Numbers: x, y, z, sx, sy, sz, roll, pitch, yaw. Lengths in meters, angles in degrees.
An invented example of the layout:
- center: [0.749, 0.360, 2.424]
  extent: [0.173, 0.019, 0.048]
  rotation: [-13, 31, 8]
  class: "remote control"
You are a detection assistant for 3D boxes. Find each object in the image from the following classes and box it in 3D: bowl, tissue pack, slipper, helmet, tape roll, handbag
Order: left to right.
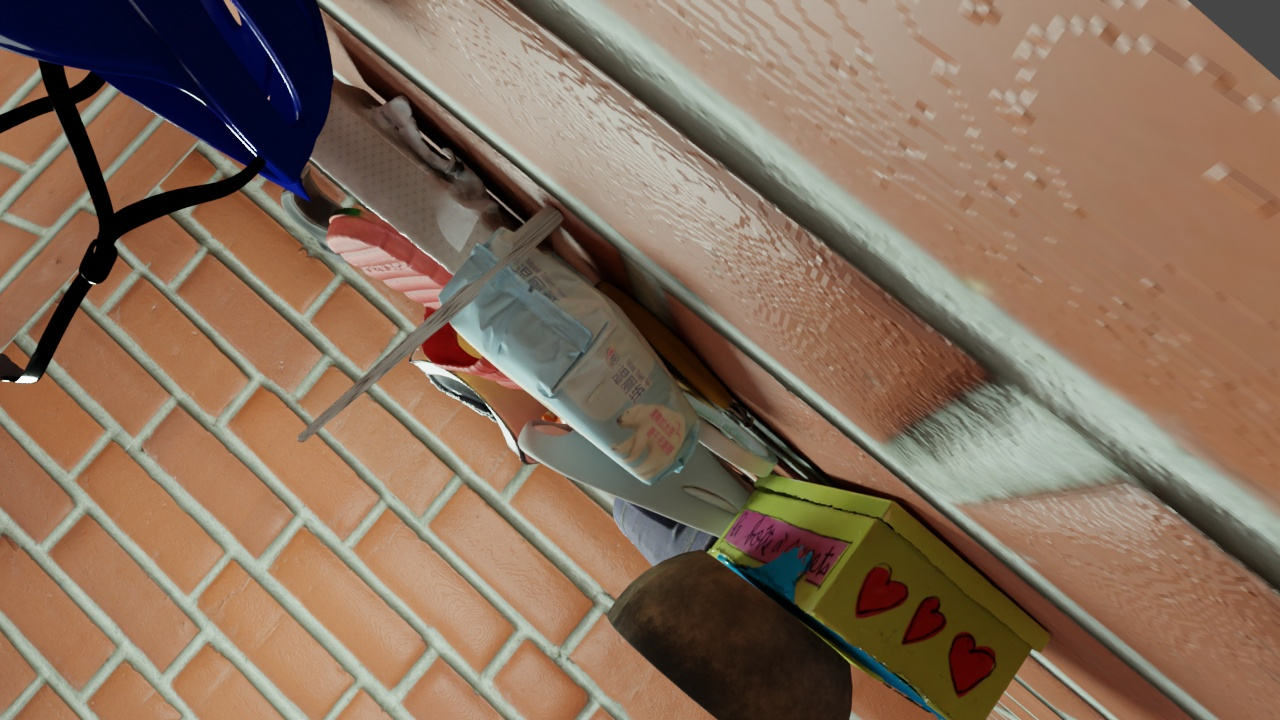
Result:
- center: [-0.229, -0.109, 0.352]
  extent: [0.148, 0.227, 0.241]
  rotation: [28, 171, 27]
  class: "helmet"
- center: [-0.139, -0.118, 0.593]
  extent: [0.181, 0.071, 0.103]
  rotation: [43, -170, 1]
  class: "tissue pack"
- center: [-0.123, -0.019, 0.662]
  extent: [0.248, 0.059, 0.104]
  rotation: [35, 160, -33]
  class: "slipper"
- center: [-0.133, 0.011, 1.060]
  extent: [0.230, 0.152, 0.255]
  rotation: [37, 176, 17]
  class: "helmet"
- center: [-0.034, 0.003, 0.561]
  extent: [0.112, 0.070, 0.182]
  rotation: [36, 173, 33]
  class: "tissue pack"
- center: [0.040, 0.083, 0.724]
  extent: [0.266, 0.080, 0.113]
  rotation: [24, -176, -6]
  class: "slipper"
- center: [0.076, 0.173, 0.902]
  extent: [0.222, 0.125, 0.205]
  rotation: [31, 180, -23]
  class: "handbag"
- center: [0.055, 0.049, 0.645]
  extent: [0.093, 0.013, 0.093]
  rotation: [33, -171, -6]
  class: "tape roll"
- center: [0.063, 0.182, 0.575]
  extent: [0.162, 0.070, 0.162]
  rotation: [37, 171, 7]
  class: "bowl"

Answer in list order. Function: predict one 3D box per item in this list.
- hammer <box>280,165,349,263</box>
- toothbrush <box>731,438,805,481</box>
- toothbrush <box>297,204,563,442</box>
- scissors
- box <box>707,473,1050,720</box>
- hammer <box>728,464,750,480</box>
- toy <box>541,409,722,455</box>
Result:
- center: [-0.156, -0.060, 0.764]
  extent: [0.324, 0.034, 0.170]
  rotation: [29, 168, 5]
  class: "hammer"
- center: [0.142, 0.114, 0.692]
  extent: [0.184, 0.015, 0.015]
  rotation: [39, 174, 16]
  class: "toothbrush"
- center: [-0.112, -0.021, 0.487]
  extent: [0.010, 0.181, 0.010]
  rotation: [40, 170, 50]
  class: "toothbrush"
- center: [0.051, 0.024, 0.596]
  extent: [0.228, 0.016, 0.134]
  rotation: [39, 173, 5]
  class: "scissors"
- center: [0.134, 0.141, 0.578]
  extent: [0.124, 0.082, 0.221]
  rotation: [39, 169, -4]
  class: "box"
- center: [0.013, 0.053, 1.029]
  extent: [0.320, 0.036, 0.123]
  rotation: [42, 176, -41]
  class: "hammer"
- center: [-0.017, 0.059, 0.864]
  extent: [0.163, 0.093, 0.173]
  rotation: [16, 174, -16]
  class: "toy"
